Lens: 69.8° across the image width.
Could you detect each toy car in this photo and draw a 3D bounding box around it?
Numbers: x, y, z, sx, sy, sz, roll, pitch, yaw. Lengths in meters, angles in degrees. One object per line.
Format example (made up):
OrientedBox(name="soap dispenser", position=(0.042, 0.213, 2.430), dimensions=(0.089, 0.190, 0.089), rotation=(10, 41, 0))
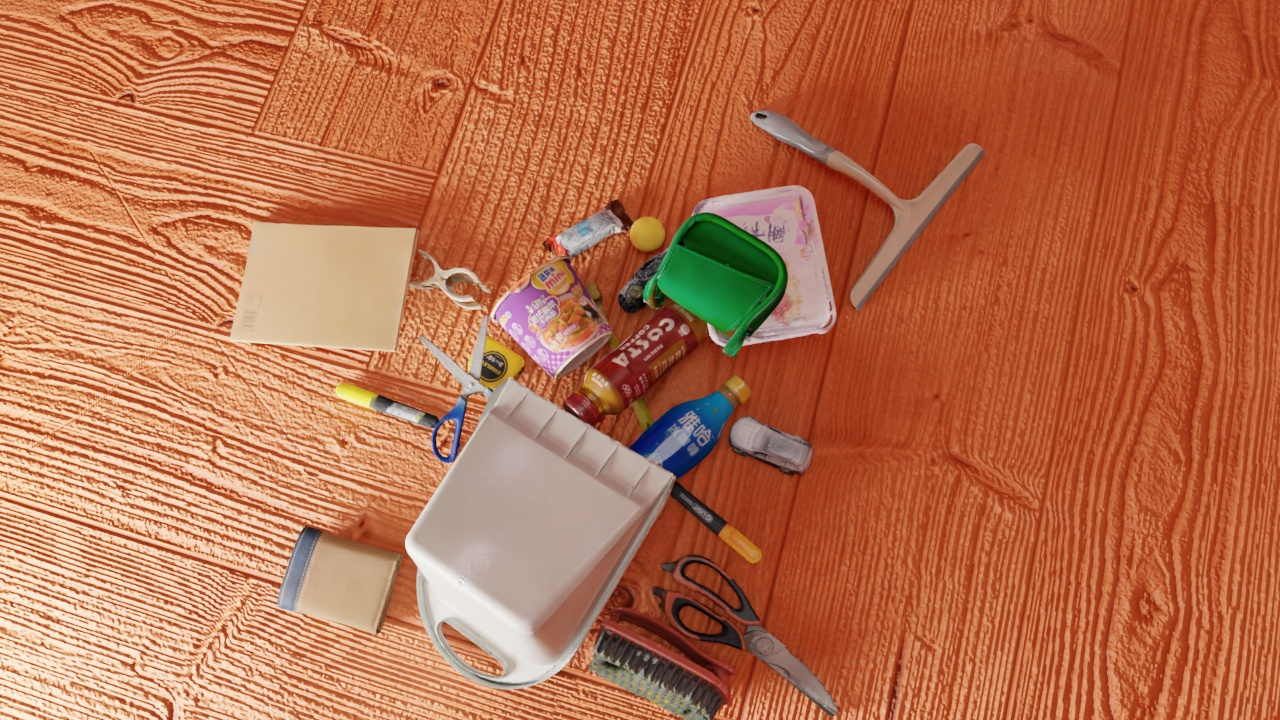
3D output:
OrientedBox(name="toy car", position=(0.139, 0.090, 0.978), dimensions=(0.090, 0.034, 0.043), rotation=(22, 81, 11))
OrientedBox(name="toy car", position=(0.016, -0.096, 1.030), dimensions=(0.105, 0.049, 0.031), rotation=(-41, 78, -8))

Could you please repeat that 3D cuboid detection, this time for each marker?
OrientedBox(name="marker", position=(-0.285, 0.052, 1.033), dimensions=(0.124, 0.015, 0.018), rotation=(18, 78, 6))
OrientedBox(name="marker", position=(0.077, 0.170, 0.970), dimensions=(0.124, 0.015, 0.018), rotation=(38, 77, 15))

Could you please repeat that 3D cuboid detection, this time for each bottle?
OrientedBox(name="bottle", position=(-0.006, 0.006, 0.984), dimensions=(0.174, 0.057, 0.057), rotation=(-40, 75, -18))
OrientedBox(name="bottle", position=(0.028, 0.096, 0.969), dimensions=(0.218, 0.065, 0.065), rotation=(-40, 76, -7))

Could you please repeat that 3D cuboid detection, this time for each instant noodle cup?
OrientedBox(name="instant noodle cup", position=(-0.092, -0.042, 0.999), dimensions=(0.111, 0.111, 0.099), rotation=(-37, 84, -6))
OrientedBox(name="instant noodle cup", position=(0.133, -0.097, 1.015), dimensions=(0.138, 0.060, 0.173), rotation=(-8, 73, 3))

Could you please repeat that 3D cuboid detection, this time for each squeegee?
OrientedBox(name="squeegee", position=(0.227, -0.225, 1.053), dimensions=(0.246, 0.039, 0.246), rotation=(38, 81, 13))

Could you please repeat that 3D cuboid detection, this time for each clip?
OrientedBox(name="clip", position=(-0.222, -0.092, 1.059), dimensions=(0.101, 0.035, 0.076), rotation=(20, 78, 19))

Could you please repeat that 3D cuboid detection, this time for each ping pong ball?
OrientedBox(name="ping pong ball", position=(0.008, -0.144, 1.047), dimensions=(0.040, 0.040, 0.040), rotation=(-1, 75, 4))

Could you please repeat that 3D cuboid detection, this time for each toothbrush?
OrientedBox(name="toothbrush", position=(-0.023, -0.004, 1.024), dimensions=(0.015, 0.016, 0.190), rotation=(-22, 74, -3))

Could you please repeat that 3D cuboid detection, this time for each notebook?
OrientedBox(name="notebook", position=(-0.369, -0.088, 1.067), dimensions=(0.212, 0.012, 0.149), rotation=(4, 76, 12))

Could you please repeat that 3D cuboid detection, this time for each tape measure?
OrientedBox(name="tape measure", position=(-0.163, 0.008, 1.026), dimensions=(0.060, 0.029, 0.057), rotation=(32, 79, 11))

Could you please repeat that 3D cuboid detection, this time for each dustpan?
OrientedBox(name="dustpan", position=(-0.121, 0.194, 0.941), dimensions=(0.223, 0.143, 0.257), rotation=(29, 65, 21))

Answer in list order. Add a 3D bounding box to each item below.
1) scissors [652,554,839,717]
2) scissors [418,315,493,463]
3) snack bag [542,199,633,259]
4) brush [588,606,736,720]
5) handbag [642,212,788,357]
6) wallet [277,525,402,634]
OrientedBox(name="scissors", position=(0.105, 0.294, 0.935), dimensions=(0.177, 0.015, 0.210), rotation=(-15, 74, -1))
OrientedBox(name="scissors", position=(-0.178, 0.038, 1.000), dimensions=(0.162, 0.012, 0.176), rotation=(23, 99, -7))
OrientedBox(name="snack bag", position=(-0.060, -0.148, 1.061), dimensions=(0.105, 0.026, 0.045), rotation=(-31, 66, -5))
OrientedBox(name="brush", position=(0.024, 0.303, 0.919), dimensions=(0.146, 0.063, 0.069), rotation=(24, 49, 10))
OrientedBox(name="handbag", position=(0.080, -0.081, 0.955), dimensions=(0.131, 0.068, 0.120), rotation=(35, 88, 11))
OrientedBox(name="wallet", position=(-0.319, 0.234, 0.978), dimensions=(0.115, 0.033, 0.090), rotation=(13, 79, 7))
